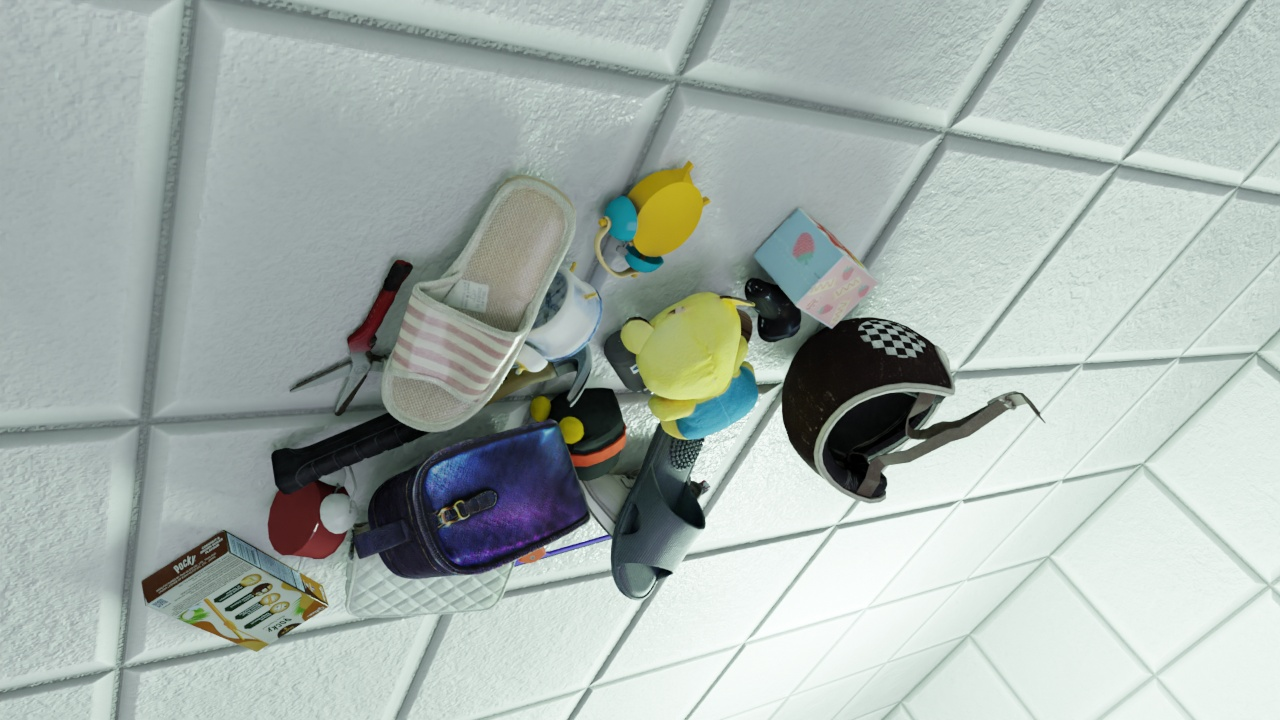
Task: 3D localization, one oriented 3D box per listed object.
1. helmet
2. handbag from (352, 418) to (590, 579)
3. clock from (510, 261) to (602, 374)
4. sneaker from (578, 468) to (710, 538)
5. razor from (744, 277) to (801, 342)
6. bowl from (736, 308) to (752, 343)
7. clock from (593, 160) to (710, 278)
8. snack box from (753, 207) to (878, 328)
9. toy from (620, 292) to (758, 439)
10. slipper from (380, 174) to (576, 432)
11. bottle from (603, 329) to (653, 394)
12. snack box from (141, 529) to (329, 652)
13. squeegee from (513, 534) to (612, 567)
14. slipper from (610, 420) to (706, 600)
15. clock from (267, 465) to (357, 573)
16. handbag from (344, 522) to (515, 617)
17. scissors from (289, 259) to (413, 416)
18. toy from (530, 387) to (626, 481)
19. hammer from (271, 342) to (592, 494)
[{"bbox_3d":[0.307,0.059,1.182,0.233,0.253,0.234,13,122,-16],"label":"helmet"},{"bbox_3d":[-0.188,0.157,0.957,0.221,0.125,0.205,-17,176,-30],"label":"handbag"},{"bbox_3d":[-0.097,-0.038,0.903,0.125,0.089,0.052,-41,138,7],"label":"clock"},{"bbox_3d":[0.004,0.183,1.244,0.129,0.097,0.263,-50,141,3],"label":"sneaker"},{"bbox_3d":[0.150,-0.060,1.078,0.064,0.053,0.140,-58,154,2],"label":"razor"},{"bbox_3d":[0.075,-0.026,1.096,0.119,0.032,0.119,-21,142,-17],"label":"bowl"},{"bbox_3d":[0.010,-0.137,0.912,0.129,0.043,0.099,-40,144,-3],"label":"clock"},{"bbox_3d":[0.201,-0.105,1.050,0.080,0.093,0.094,-47,142,18],"label":"snack box"},{"bbox_3d":[0.070,0.008,1.031,0.148,0.084,0.214,-37,143,-12],"label":"toy"},{"bbox_3d":[-0.150,-0.046,0.831,0.115,0.052,0.263,30,102,-15],"label":"slipper"},{"bbox_3d":[-0.006,0.006,1.060,0.047,0.047,0.112,-33,145,-1],"label":"bottle"},{"bbox_3d":[-0.447,0.263,1.028,0.101,0.031,0.186,-32,144,-2],"label":"snack box"},{"bbox_3d":[-0.146,0.209,1.179,0.249,0.055,0.185,-13,129,-15],"label":"squeegee"},{"bbox_3d":[0.040,0.182,1.168,0.101,0.083,0.263,24,82,-42],"label":"slipper"},{"bbox_3d":[-0.334,0.155,0.946,0.125,0.087,0.044,-42,144,16],"label":"clock"},{"bbox_3d":[-0.251,0.239,1.091,0.194,0.072,0.139,3,134,-23],"label":"handbag"},{"bbox_3d":[-0.233,-0.016,0.885,0.179,0.015,0.200,0,133,-37],"label":"scissors"},{"bbox_3d":[-0.064,0.092,1.063,0.099,0.097,0.119,-25,126,-31],"label":"toy"},{"bbox_3d":[-0.203,0.051,0.916,0.333,0.117,0.025,-23,140,-7],"label":"hammer"}]
